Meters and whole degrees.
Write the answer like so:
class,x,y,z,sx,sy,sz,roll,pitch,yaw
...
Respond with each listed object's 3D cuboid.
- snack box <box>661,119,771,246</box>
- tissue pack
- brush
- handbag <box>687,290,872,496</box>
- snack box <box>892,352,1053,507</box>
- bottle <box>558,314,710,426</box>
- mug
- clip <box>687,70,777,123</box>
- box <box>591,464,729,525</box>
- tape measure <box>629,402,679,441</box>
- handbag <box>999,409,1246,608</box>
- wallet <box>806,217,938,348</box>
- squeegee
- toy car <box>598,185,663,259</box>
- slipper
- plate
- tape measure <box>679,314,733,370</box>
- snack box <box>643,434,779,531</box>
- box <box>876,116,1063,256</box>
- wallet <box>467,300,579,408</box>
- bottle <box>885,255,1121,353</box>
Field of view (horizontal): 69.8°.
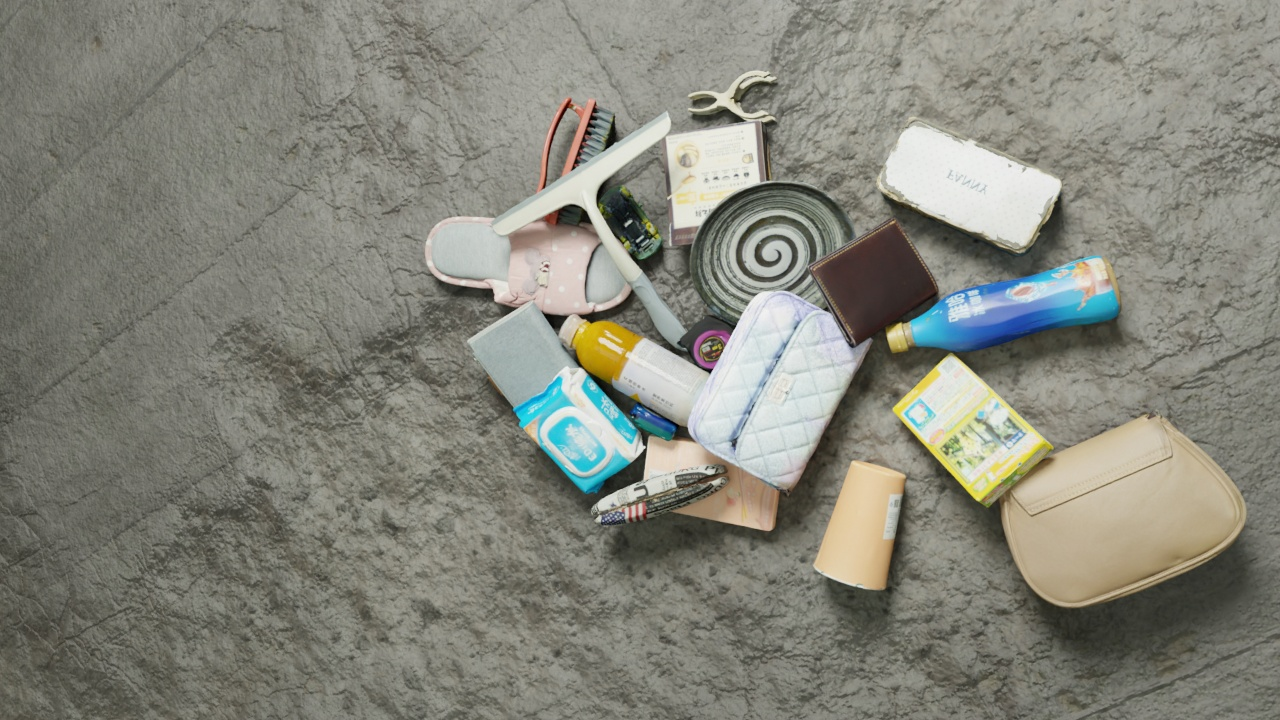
class,x,y,z,sx,sy,sz,roll,pitch,yaw
snack box,0.086,-0.195,1.018,0.113,0.053,0.125,-4,95,19
tissue pack,-0.070,0.082,1.065,0.090,0.063,0.140,-38,100,19
brush,-0.081,-0.226,1.057,0.069,0.063,0.146,19,91,-1
handbag,0.145,0.031,0.974,0.134,0.075,0.194,27,93,-9
snack box,0.332,0.068,0.927,0.087,0.033,0.140,-48,45,15
bottle,-0.006,0.006,1.049,0.189,0.068,0.068,29,101,12
mug,0.239,0.173,0.978,0.078,0.078,0.123,16,94,17
clip,0.107,-0.278,1.018,0.103,0.035,0.092,-23,84,23
box,0.020,0.146,1.026,0.164,0.071,0.057,-21,62,16
tape measure,0.015,0.070,1.056,0.058,0.054,0.025,28,100,1
handbag,0.459,0.148,0.893,0.205,0.099,0.147,-28,76,18
wallet,0.242,-0.083,0.950,0.122,0.020,0.096,-30,89,-20
squeegee,-0.011,-0.103,1.017,0.247,0.039,0.246,-26,108,26
toy car,-0.010,-0.159,1.062,0.043,0.036,0.091,-38,82,18
slipper,-0.139,-0.119,1.097,0.275,0.054,0.114,11,96,16
plate,0.140,-0.112,0.983,0.179,0.024,0.180,-1,124,-2
tape measure,0.079,-0.020,1.031,0.057,0.039,0.058,-42,111,7
snack box,0.081,0.138,1.052,0.157,0.026,0.084,9,95,18
box,0.339,-0.174,0.934,0.184,0.059,0.090,30,102,13
wallet,-0.134,0.006,1.100,0.107,0.036,0.130,-29,106,19
bottle,0.361,-0.047,0.928,0.219,0.065,0.065,-15,88,18
